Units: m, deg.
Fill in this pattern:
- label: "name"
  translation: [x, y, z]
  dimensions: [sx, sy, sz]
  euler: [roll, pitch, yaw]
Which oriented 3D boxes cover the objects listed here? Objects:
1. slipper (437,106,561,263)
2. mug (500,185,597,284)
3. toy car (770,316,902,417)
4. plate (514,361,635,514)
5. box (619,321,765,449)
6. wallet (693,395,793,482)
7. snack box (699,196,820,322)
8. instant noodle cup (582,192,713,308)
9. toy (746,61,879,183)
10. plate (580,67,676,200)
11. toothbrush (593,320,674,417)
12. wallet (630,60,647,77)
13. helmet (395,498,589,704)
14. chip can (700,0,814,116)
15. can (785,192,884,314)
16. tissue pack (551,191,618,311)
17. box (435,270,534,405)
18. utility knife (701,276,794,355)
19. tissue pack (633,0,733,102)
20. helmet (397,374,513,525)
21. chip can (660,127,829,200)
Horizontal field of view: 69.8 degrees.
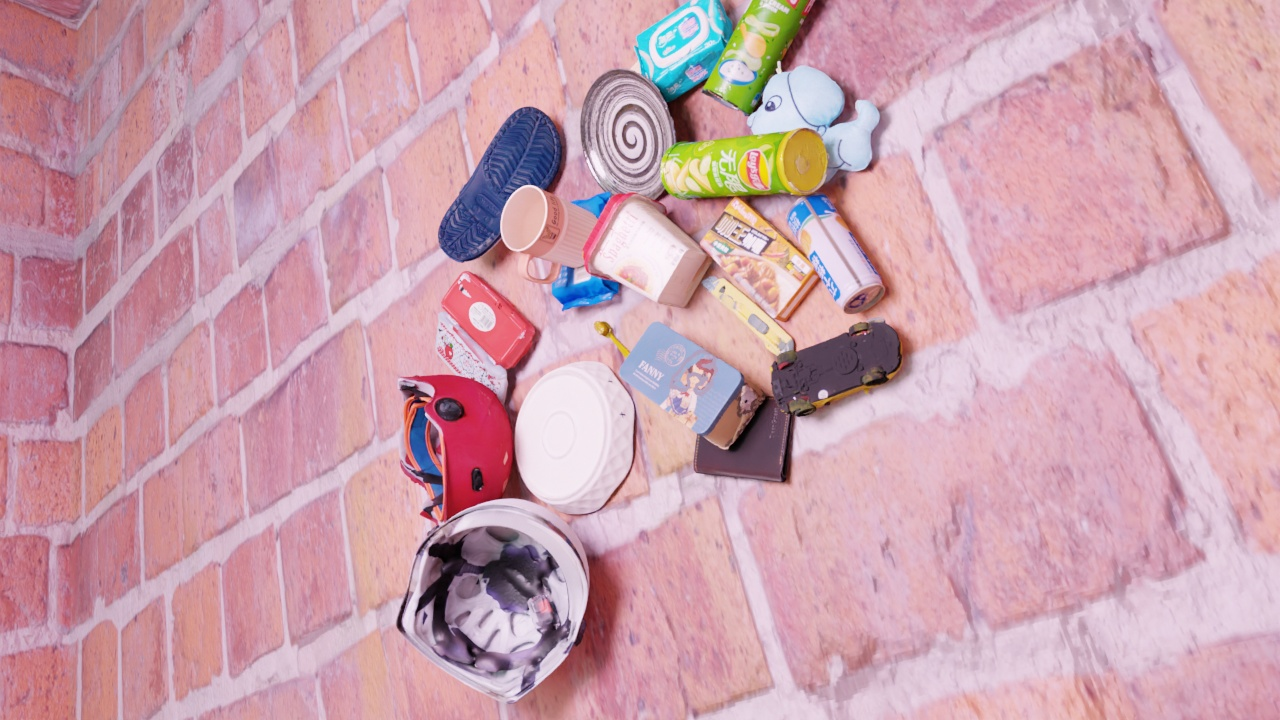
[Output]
- label: "slipper"
  translation: [-0.203, -0.251, 1.360]
  dimensions: [0.253, 0.105, 0.095]
  euler: [-55, 9, 2]
- label: "mug"
  translation: [-0.117, -0.154, 1.179]
  dimensions: [0.082, 0.105, 0.114]
  euler: [14, 90, 40]
- label: "toy car"
  translation: [0.208, 0.010, 0.977]
  dimensions: [0.156, 0.041, 0.071]
  euler: [-26, 65, 30]
- label: "plate"
  translation: [-0.095, 0.101, 1.221]
  dimensions: [0.205, 0.045, 0.204]
  euler: [-11, 74, 40]
- label: "box"
  translation: [0.054, 0.024, 1.079]
  dimensions: [0.184, 0.062, 0.090]
  euler: [32, 88, 43]
- label: "wallet"
  translation: [0.118, 0.087, 1.055]
  dimensions: [0.122, 0.020, 0.096]
  euler: [0, 78, 40]
- label: "snack box"
  translation: [0.139, -0.120, 1.073]
  dimensions: [0.075, 0.026, 0.153]
  euler: [-53, 52, 19]
- label: "instant noodle cup"
  translation: [0.012, -0.131, 1.137]
  dimensions: [0.124, 0.116, 0.116]
  euler: [37, 106, 27]
- label: "toy"
  translation: [0.192, -0.274, 1.043]
  dimensions: [0.162, 0.049, 0.156]
  euler: [-16, 78, 39]
- label: "plate"
  translation: [-0.013, -0.293, 1.210]
  dimensions: [0.180, 0.024, 0.180]
  euler: [22, 122, 39]
- label: "toothbrush"
  translation: [-0.007, 0.007, 1.181]
  dimensions: [0.016, 0.016, 0.190]
  euler: [-56, 52, 19]
- label: "wallet"
  translation: [-0.016, -0.356, 1.259]
  dimensions: [0.115, 0.024, 0.087]
  euler: [-44, 55, 27]
- label: "helmet"
  translation: [-0.166, 0.282, 1.164]
  dimensions: [0.229, 0.145, 0.259]
  euler: [28, 102, 4]
- label: "chip can"
  translation: [0.159, -0.409, 1.085]
  dimensions: [0.072, 0.072, 0.236]
  euler: [42, 110, 38]
- label: "can"
  translation: [0.210, -0.116, 0.992]
  dimensions: [0.053, 0.053, 0.134]
  euler: [-41, 57, 27]
- label: "tissue pack"
  translation: [-0.073, -0.148, 1.247]
  dimensions: [0.095, 0.052, 0.157]
  euler: [-11, 75, 37]
- label: "box"
  translation: [-0.243, -0.030, 1.375]
  dimensions: [0.201, 0.058, 0.161]
  euler: [40, 111, 40]
- label: "utility knife"
  translation: [0.127, -0.054, 1.082]
  dimensions: [0.031, 0.018, 0.167]
  euler: [-53, 48, 12]
- label: "tissue pack"
  translation: [0.056, -0.401, 1.176]
  dimensions: [0.134, 0.050, 0.093]
  euler: [-28, 63, 24]
- label: "helmet"
  translation: [-0.243, 0.124, 1.265]
  dimensions: [0.240, 0.143, 0.207]
  euler: [53, 143, 43]
- label: "chip can"
  translation: [0.112, -0.225, 1.064]
  dimensions: [0.222, 0.072, 0.072]
  euler: [10, 88, 52]
